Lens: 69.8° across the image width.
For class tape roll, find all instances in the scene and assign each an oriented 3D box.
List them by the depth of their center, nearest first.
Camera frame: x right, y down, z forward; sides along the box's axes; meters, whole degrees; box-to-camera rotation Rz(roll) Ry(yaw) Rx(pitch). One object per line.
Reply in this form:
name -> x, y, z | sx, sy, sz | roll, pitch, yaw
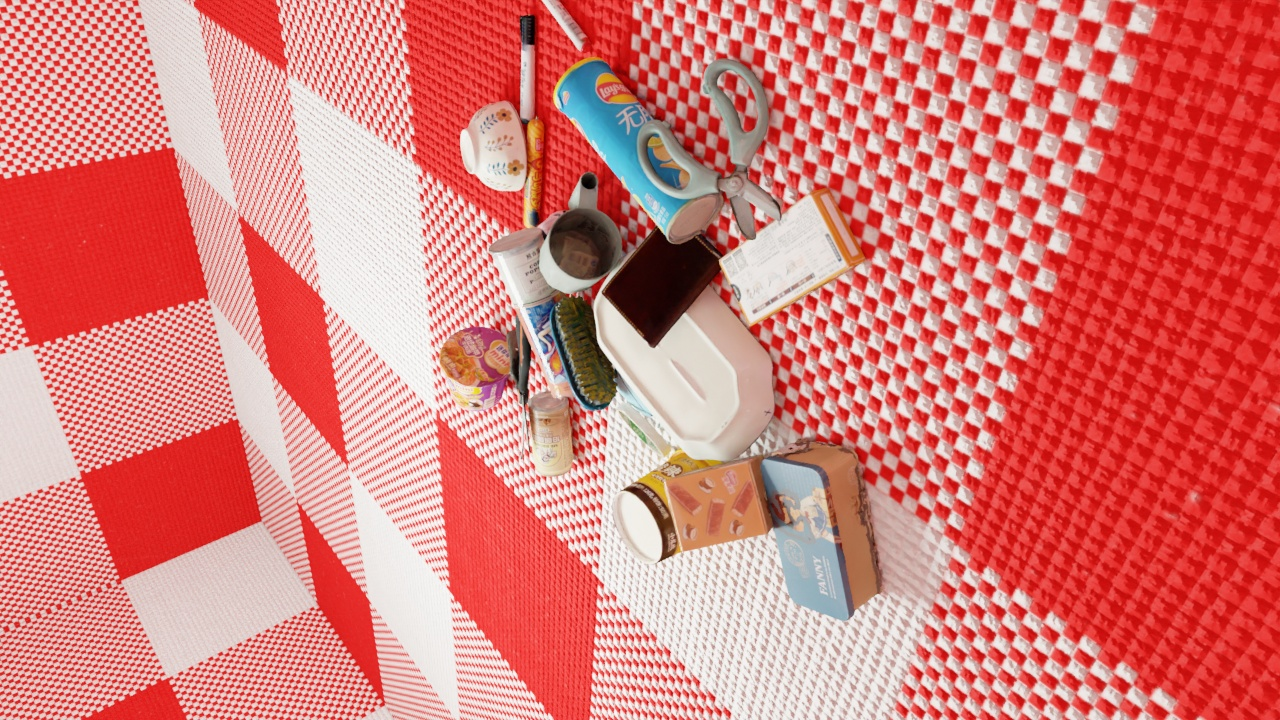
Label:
tape roll -> 0.004, 0.086, 1.130 | 0.086, 0.014, 0.086 | 45, 170, 9

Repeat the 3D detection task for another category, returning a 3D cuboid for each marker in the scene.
marker -> -0.097, -0.397, 1.020 | 0.145, 0.017, 0.017 | 56, 145, 16
marker -> -0.136, -0.348, 1.102 | 0.022, 0.018, 0.131 | 39, 137, 37

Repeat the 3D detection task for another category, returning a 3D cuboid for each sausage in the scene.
sausage -> -0.136, -0.233, 1.166 | 0.021, 0.021, 0.165 | 40, 139, 34

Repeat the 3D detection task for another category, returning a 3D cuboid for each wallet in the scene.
wallet -> 0.023, -0.089, 0.971 | 0.122, 0.020, 0.096 | -49, 60, 13

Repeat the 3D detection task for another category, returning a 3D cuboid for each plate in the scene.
plate -> 0.035, -0.009, 1.002 | 0.265, 0.034, 0.162 | 52, 123, 23

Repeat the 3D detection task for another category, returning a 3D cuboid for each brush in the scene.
brush -> -0.073, -0.005, 1.113 | 0.143, 0.055, 0.074 | 70, 155, 10

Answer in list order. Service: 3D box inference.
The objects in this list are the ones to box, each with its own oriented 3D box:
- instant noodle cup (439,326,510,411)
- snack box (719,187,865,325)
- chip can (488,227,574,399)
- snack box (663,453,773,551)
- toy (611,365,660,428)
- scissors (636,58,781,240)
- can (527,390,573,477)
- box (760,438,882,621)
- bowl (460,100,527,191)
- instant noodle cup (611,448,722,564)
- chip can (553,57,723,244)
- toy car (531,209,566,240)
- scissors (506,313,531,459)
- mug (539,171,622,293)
instant noodle cup -> -0.250, 0.019, 1.406 | 0.111, 0.111, 0.099 | 52, 153, 21
snack box -> 0.138, -0.094, 0.864 | 0.154, 0.026, 0.075 | -33, 81, 56
chip can -> -0.120, -0.057, 1.169 | 0.071, 0.071, 0.215 | 13, 131, 51
snack box -> 0.088, 0.150, 0.976 | 0.094, 0.092, 0.077 | -16, 85, 16
toy -> -0.007, 0.006, 1.104 | 0.162, 0.049, 0.156 | -16, 94, 60
scissors -> 0.061, -0.184, 0.862 | 0.172, 0.019, 0.176 | -14, 89, 28
can -> -0.129, 0.106, 1.323 | 0.058, 0.058, 0.116 | 28, 130, 44
box -> 0.184, 0.174, 0.927 | 0.090, 0.062, 0.184 | 3, 110, 54
bowl -> -0.191, -0.269, 1.165 | 0.113, 0.062, 0.114 | 42, 140, 50
instant noodle cup -> 0.038, 0.174, 1.082 | 0.118, 0.114, 0.119 | 32, 133, 42
chip can -> -0.005, -0.218, 0.947 | 0.210, 0.071, 0.071 | 53, 144, 20
toy car -> -0.118, -0.150, 1.178 | 0.123, 0.037, 0.056 | -27, 88, 55
scissors -> -0.168, 0.028, 1.278 | 0.220, 0.021, 0.234 | -113, 24, -57
mug -> -0.071, -0.144, 1.068 | 0.103, 0.083, 0.124 | 156, 119, -75
